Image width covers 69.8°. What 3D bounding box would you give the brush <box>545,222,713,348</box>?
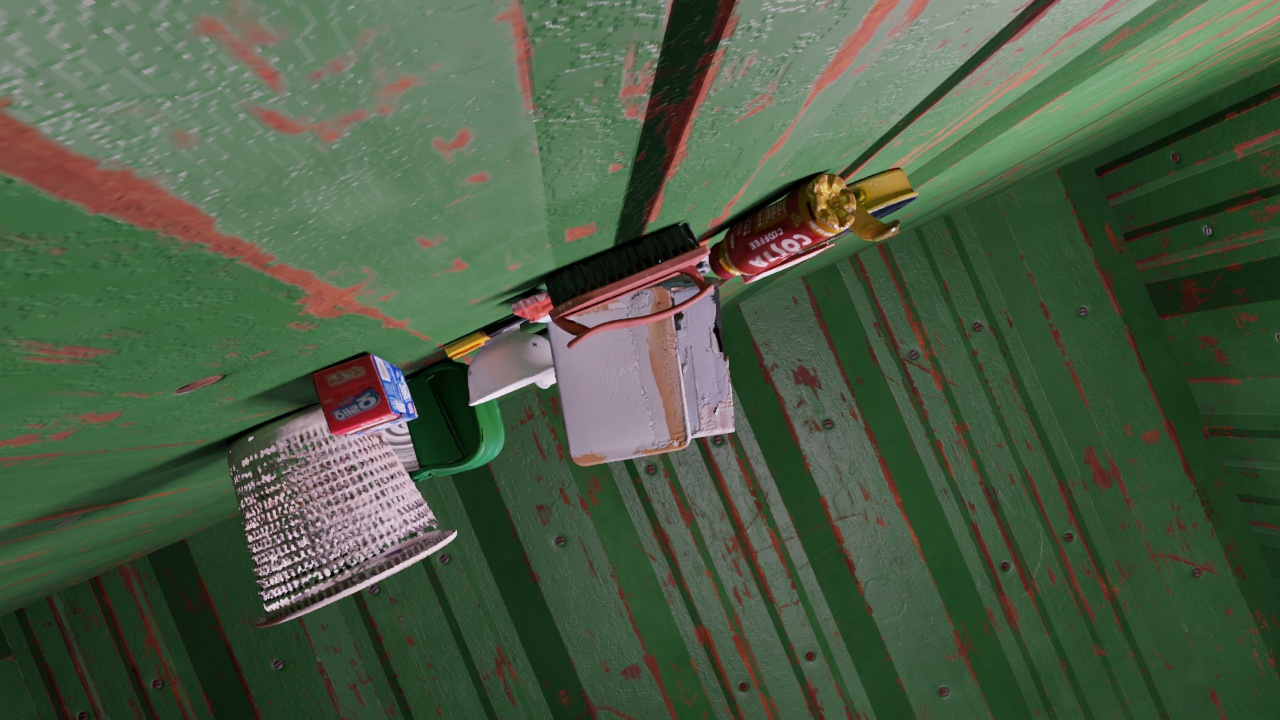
[{"bbox_3d":[-0.010,-0.061,0.792,0.145,0.069,0.063,-23,178,-15],"label":"brush"}]

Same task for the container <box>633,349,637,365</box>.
[{"bbox_3d":[0.000,-0.041,1.542,0.090,0.090,0.114,-24,175,26],"label":"container"}]

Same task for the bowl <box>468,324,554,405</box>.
[{"bbox_3d":[-0.144,-0.002,1.007,0.118,0.064,0.118,-23,178,-1],"label":"bowl"}]

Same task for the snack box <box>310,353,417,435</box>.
[{"bbox_3d":[-0.250,0.035,0.853,0.058,0.057,0.208,-20,179,-9],"label":"snack box"}]

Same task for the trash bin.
[{"bbox_3d":[-0.342,0.153,1.002,0.227,0.192,0.227,-23,179,-1],"label":"trash bin"}]

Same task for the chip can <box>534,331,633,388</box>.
[{"bbox_3d":[-0.048,-0.036,1.202,0.215,0.071,0.071,-24,179,17],"label":"chip can"}]

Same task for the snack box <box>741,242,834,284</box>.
[{"bbox_3d":[0.199,-0.153,1.292,0.113,0.044,0.127,-22,180,-2],"label":"snack box"}]

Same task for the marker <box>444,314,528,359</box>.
[{"bbox_3d":[-0.142,-0.032,0.926,0.124,0.015,0.018,-25,-177,10],"label":"marker"}]

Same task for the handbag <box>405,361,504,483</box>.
[{"bbox_3d":[-0.231,0.070,1.082,0.120,0.131,0.068,-19,171,12],"label":"handbag"}]

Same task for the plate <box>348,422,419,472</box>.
[{"bbox_3d":[-0.303,0.084,1.196,0.179,0.024,0.180,-15,144,-11],"label":"plate"}]

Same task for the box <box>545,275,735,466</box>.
[{"bbox_3d":[-0.007,0.006,1.015,0.192,0.183,0.157,-8,-172,-8],"label":"box"}]

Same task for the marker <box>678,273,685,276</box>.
[{"bbox_3d":[0.008,-0.088,1.245,0.145,0.017,0.017,-23,179,0],"label":"marker"}]

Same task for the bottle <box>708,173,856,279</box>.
[{"bbox_3d":[0.134,-0.126,0.913,0.057,0.057,0.175,-22,178,-36],"label":"bottle"}]

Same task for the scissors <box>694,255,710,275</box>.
[{"bbox_3d":[0.091,-0.128,1.150,0.159,0.014,0.171,-22,177,-34],"label":"scissors"}]

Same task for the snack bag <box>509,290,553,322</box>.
[{"bbox_3d":[-0.087,-0.050,0.854,0.048,0.026,0.104,-17,180,8],"label":"snack bag"}]

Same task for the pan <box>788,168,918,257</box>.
[{"bbox_3d":[0.239,-0.158,1.048,0.198,0.078,0.357,-24,179,5],"label":"pan"}]
